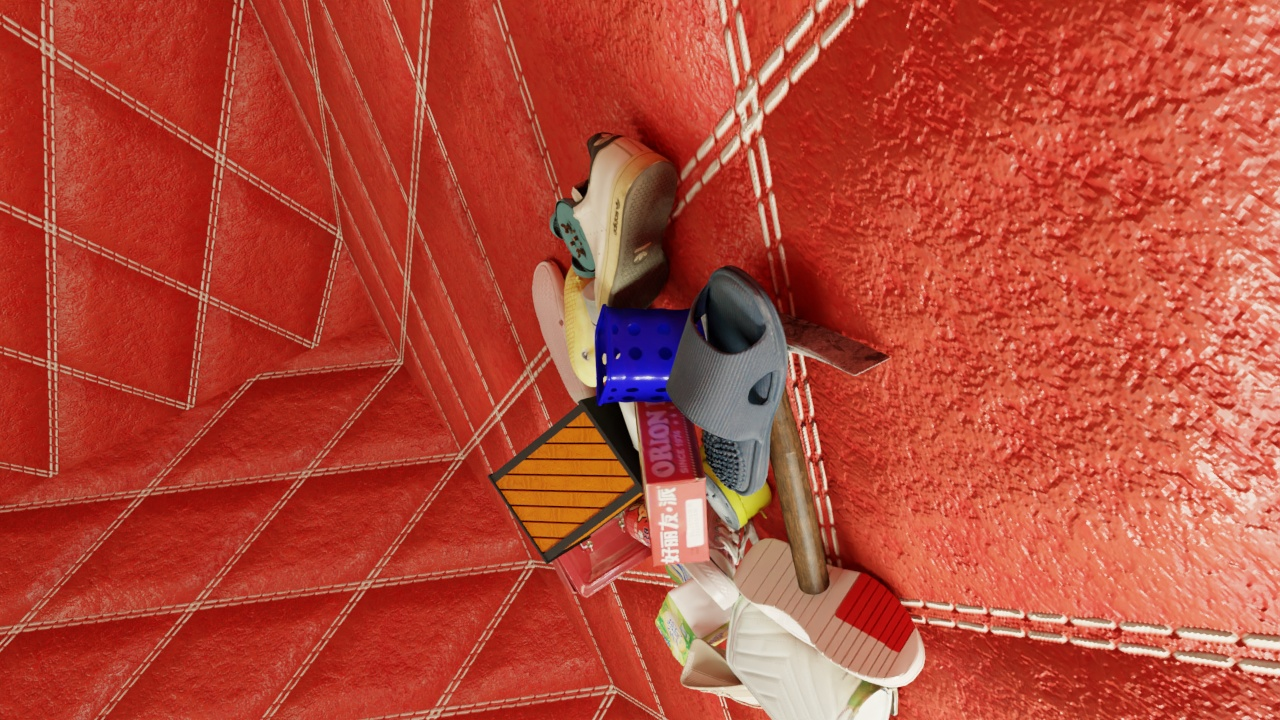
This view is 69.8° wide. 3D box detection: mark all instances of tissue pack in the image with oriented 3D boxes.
[{"bbox_3d":[0.073,0.334,1.314,0.141,0.120,0.198,55,154,22],"label":"tissue pack"}]

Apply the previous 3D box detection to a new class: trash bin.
[{"bbox_3d":[-0.073,0.151,1.227,0.139,0.172,0.139,54,-161,9],"label":"trash bin"}]

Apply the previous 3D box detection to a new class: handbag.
[{"bbox_3d":[0.193,0.349,1.048,0.198,0.096,0.142,42,139,44],"label":"handbag"},{"bbox_3d":[0.182,0.429,1.176,0.198,0.062,0.175,7,161,42],"label":"handbag"}]

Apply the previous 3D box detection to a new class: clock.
[{"bbox_3d":[0.096,0.130,1.017,0.119,0.057,0.083,60,167,-7],"label":"clock"},{"bbox_3d":[-0.061,-0.143,1.043,0.090,0.053,0.124,62,161,-1],"label":"clock"}]

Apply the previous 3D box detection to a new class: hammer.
[{"bbox_3d":[0.154,0.099,0.822,0.218,0.037,0.301,26,136,59],"label":"hammer"}]

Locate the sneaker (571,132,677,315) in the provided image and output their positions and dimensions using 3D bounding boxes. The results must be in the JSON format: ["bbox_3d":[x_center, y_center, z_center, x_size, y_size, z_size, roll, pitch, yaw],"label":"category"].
[{"bbox_3d":[-0.029,-0.129,0.919,0.102,0.088,0.242,43,152,21],"label":"sneaker"}]

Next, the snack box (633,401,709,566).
[{"bbox_3d":[0.028,0.093,0.977,0.236,0.060,0.113,-97,1,-56],"label":"snack box"}]

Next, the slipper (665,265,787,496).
[{"bbox_3d":[0.063,0.032,0.802,0.101,0.082,0.264,50,155,39],"label":"slipper"}]

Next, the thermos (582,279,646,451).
[{"bbox_3d":[-0.007,0.006,1.100,0.068,0.067,0.230,35,148,52],"label":"thermos"}]

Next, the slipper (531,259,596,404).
[{"bbox_3d":[-0.099,-0.035,1.292,0.107,0.055,0.221,1,109,67],"label":"slipper"}]

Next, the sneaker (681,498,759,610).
[{"bbox_3d":[0.092,0.205,1.099,0.118,0.088,0.240,49,-172,-18],"label":"sneaker"}]

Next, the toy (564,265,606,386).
[{"bbox_3d":[-0.064,-0.039,1.165,0.171,0.064,0.154,83,175,-45],"label":"toy"}]

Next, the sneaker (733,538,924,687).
[{"bbox_3d":[0.204,0.269,0.936,0.104,0.090,0.237,47,163,-32],"label":"sneaker"}]

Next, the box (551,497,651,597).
[{"bbox_3d":[-0.066,0.261,1.391,0.137,0.157,0.127,61,165,1],"label":"box"}]

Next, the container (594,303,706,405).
[{"bbox_3d":[0.016,-0.005,0.916,0.085,0.113,0.085,114,154,-68],"label":"container"}]

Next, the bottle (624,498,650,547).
[{"bbox_3d":[0.030,0.230,1.247,0.138,0.061,0.062,8,126,65],"label":"bottle"}]
